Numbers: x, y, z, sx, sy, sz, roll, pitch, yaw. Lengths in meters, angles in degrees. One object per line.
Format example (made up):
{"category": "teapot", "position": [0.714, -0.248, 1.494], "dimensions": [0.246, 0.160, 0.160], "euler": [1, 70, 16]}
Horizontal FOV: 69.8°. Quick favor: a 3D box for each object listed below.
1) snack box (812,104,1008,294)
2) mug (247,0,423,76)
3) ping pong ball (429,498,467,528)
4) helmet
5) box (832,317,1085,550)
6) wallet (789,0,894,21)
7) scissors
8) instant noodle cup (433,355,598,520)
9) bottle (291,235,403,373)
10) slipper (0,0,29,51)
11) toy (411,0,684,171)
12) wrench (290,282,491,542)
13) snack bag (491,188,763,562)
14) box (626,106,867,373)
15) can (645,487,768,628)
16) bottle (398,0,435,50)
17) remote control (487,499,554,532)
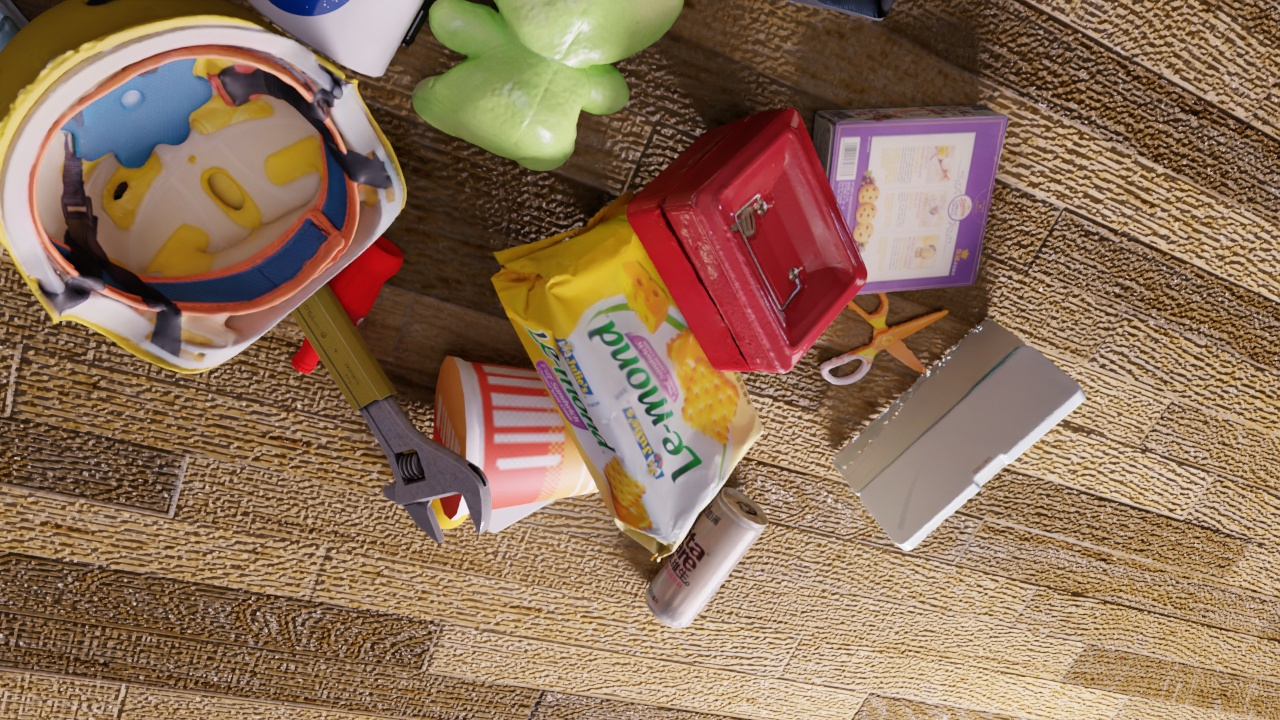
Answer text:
{"category": "snack box", "position": [0.208, -0.128, 0.739], "dimensions": [0.148, 0.040, 0.144], "euler": [-5, 118, -12]}
{"category": "mug", "position": [-0.188, -0.246, 0.557], "dimensions": [0.121, 0.091, 0.090], "euler": [38, 106, 8]}
{"category": "ping pong ball", "position": [-0.164, 0.122, 0.778], "dimensions": [0.040, 0.040, 0.040], "euler": [-6, 118, -11]}
{"category": "helmet", "position": [-0.274, -0.124, 0.533], "dimensions": [0.209, 0.139, 0.240], "euler": [-42, 154, -8]}
{"category": "box", "position": [0.265, 0.058, 0.797], "dimensions": [0.197, 0.134, 0.040], "euler": [-43, 129, 10]}
{"category": "wallet", "position": [0.146, -0.304, 0.639], "dimensions": [0.089, 0.026, 0.115], "euler": [6, 114, -18]}
{"category": "scissors", "position": [0.212, -0.016, 0.817], "dimensions": [0.125, 0.011, 0.128], "euler": [35, 106, -26]}
{"category": "instant noodle cup", "position": [-0.091, 0.059, 0.724], "dimensions": [0.121, 0.123, 0.124], "euler": [1, 117, -23]}
{"category": "bottle", "position": [-0.222, -0.039, 0.680], "dimensions": [0.036, 0.036, 0.119], "euler": [32, 106, -26]}
{"category": "slipper", "position": [-0.413, -0.182, 0.535], "dimensions": [0.104, 0.074, 0.245], "euler": [-24, 119, 0]}
{"category": "toy", "position": [-0.056, -0.216, 0.595], "dimensions": [0.150, 0.107, 0.197], "euler": [21, 120, -23]}
{"category": "wrench", "position": [-0.195, 0.012, 0.648], "dimensions": [0.084, 0.018, 0.273], "euler": [-31, 91, 28]}
{"category": "snack bag", "position": [-0.004, 0.004, 0.678], "dimensions": [0.068, 0.159, 0.247], "euler": [-12, 110, 42]}
{"category": "box", "position": [0.079, -0.084, 0.667], "dimensions": [0.129, 0.093, 0.158], "euler": [-46, 120, -32]}
{"category": "can", "position": [0.060, 0.187, 0.861], "dimensions": [0.054, 0.054, 0.136], "euler": [26, 109, -25]}
{"category": "bottle", "position": [-0.130, -0.250, 0.598], "dimensions": [0.025, 0.025, 0.106], "euler": [27, 108, -25]}
{"category": "remote control", "position": [-0.080, 0.102, 0.807], "dimensions": [0.147, 0.008, 0.045], "euler": [-30, 121, 2]}
